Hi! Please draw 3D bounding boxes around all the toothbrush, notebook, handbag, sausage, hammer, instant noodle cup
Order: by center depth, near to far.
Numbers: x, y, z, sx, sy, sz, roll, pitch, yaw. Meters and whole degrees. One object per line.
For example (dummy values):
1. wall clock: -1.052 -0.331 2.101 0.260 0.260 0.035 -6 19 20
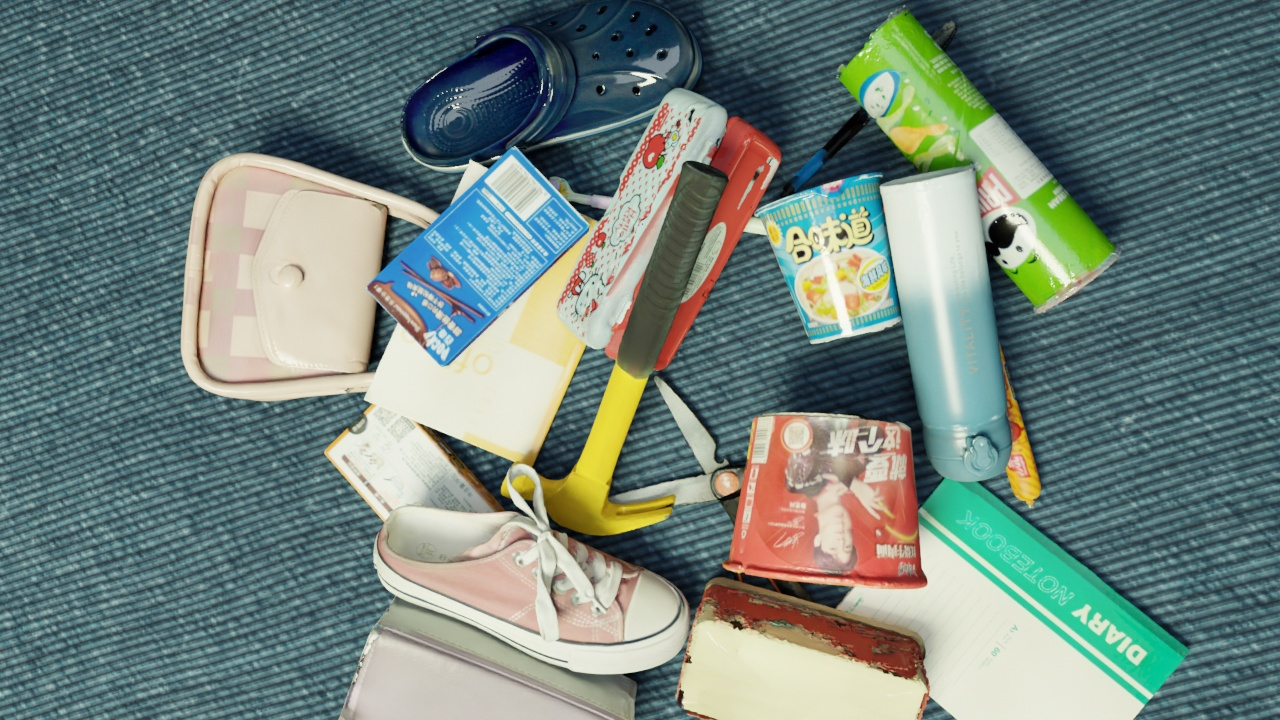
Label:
1. instant noodle cup: 0.129 0.095 0.632 0.138 0.138 0.108 4 82 8
2. hammer: -0.004 0.004 0.653 0.129 0.032 0.301 21 117 2
3. handbag: -0.117 0.273 0.678 0.197 0.098 0.145 23 98 -2
4. notebook: 0.272 0.201 0.684 0.209 0.012 0.150 39 91 9
5. instant noodle cup: 0.146 -0.072 0.684 0.099 0.099 0.110 -15 92 7
6. sausage: 0.271 0.030 0.690 0.021 0.021 0.165 -15 84 7
7. toothbrush: 0.179 -0.197 0.723 0.189 0.016 0.014 -44 81 4
8. notebook: -0.111 -0.035 0.732 0.146 0.010 0.206 25 89 -11
9. toothbrush: 0.016 -0.123 0.739 0.189 0.029 0.020 12 130 8
10. handbag: -0.242 -0.058 0.749 0.234 0.093 0.193 5 86 -3

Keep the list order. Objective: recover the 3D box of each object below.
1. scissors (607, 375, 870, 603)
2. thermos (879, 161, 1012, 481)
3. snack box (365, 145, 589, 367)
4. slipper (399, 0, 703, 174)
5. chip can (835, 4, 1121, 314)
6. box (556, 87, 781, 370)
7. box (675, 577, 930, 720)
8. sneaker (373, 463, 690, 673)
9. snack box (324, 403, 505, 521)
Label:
1. scissors: 0.087 0.102 0.711 0.221 0.021 0.233 -27 83 5
2. thermos: 0.220 -0.024 0.650 0.070 0.070 0.220 -12 101 7
3. snack box: -0.123 -0.078 0.702 0.157 0.026 0.084 -44 92 -2
4. slipper: -0.079 -0.224 0.725 0.253 0.095 0.105 -17 86 10
5. chip can: 0.245 -0.147 0.674 0.072 0.072 0.236 -39 85 4
6. box: 0.010 -0.101 0.698 0.100 0.095 0.201 35 102 27
7. box: 0.115 0.227 0.659 0.168 0.077 0.091 14 107 8
8. sneaker: -0.073 0.151 0.661 0.241 0.118 0.088 19 131 -3
9. snack box: -0.179 0.104 0.747 0.075 0.026 0.153 -44 82 2
